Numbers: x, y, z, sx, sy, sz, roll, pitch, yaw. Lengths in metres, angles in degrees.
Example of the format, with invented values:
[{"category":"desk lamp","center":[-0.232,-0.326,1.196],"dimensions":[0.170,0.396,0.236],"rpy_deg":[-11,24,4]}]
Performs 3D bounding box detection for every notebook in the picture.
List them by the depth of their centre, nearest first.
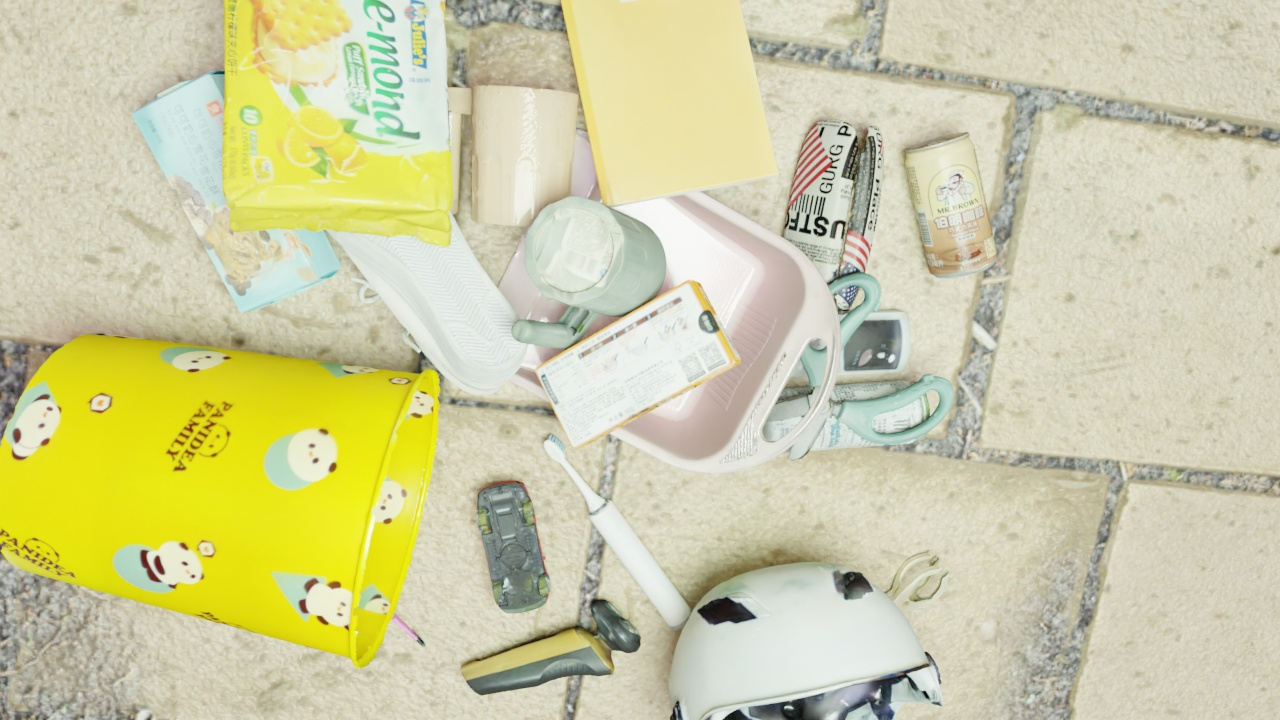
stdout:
[{"category":"notebook","center":[0.020,-0.234,0.738],"dimensions":[0.146,0.010,0.206],"rpy_deg":[-12,85,-4]}]

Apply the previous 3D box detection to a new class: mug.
[{"category":"mug","center":[-0.044,-0.061,0.706],"dimensions":[0.084,0.103,0.124],"rpy_deg":[37,99,14]},{"category":"mug","center":[-0.112,-0.163,0.734],"dimensions":[0.125,0.084,0.103],"rpy_deg":[9,103,23]}]

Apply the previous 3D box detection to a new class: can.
[{"category":"can","center":[0.269,-0.134,0.797],"dimensions":[0.058,0.058,0.116],"rpy_deg":[-18,103,-3]},{"category":"can","center":[0.179,0.050,0.824],"dimensions":[0.146,0.058,0.058],"rpy_deg":[-4,102,-7]}]

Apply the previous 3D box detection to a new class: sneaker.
[{"category":"sneaker","center":[-0.183,-0.072,0.750],"dimensions":[0.089,0.091,0.242],"rpy_deg":[-37,84,-27]}]

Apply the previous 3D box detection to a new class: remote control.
[{"category":"remote control","center":[0.170,-0.015,0.828],"dimensions":[0.150,0.021,0.058],"rpy_deg":[-3,102,-6]}]

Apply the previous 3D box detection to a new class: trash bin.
[{"category":"trash bin","center":[-0.305,0.094,0.697],"dimensions":[0.255,0.229,0.230],"rpy_deg":[12,100,-4]}]

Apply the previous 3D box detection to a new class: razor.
[{"category":"razor","center":[-0.083,0.269,0.846],"dimensions":[0.167,0.062,0.067],"rpy_deg":[-17,73,2]}]

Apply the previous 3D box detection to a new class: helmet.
[{"category":"helmet","center":[0.128,0.251,0.789],"dimensions":[0.229,0.145,0.259],"rpy_deg":[-12,146,-5]}]

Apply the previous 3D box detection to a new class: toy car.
[{"category":"toy car","center":[-0.113,0.165,0.818],"dimensions":[0.053,0.045,0.120],"rpy_deg":[-9,97,-3]}]

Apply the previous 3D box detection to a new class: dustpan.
[{"category":"dustpan","center":[0.017,-0.038,0.745],"dimensions":[0.273,0.139,0.223],"rpy_deg":[23,98,-12]}]

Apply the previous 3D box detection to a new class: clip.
[{"category":"clip","center":[0.250,0.224,0.885],"dimensions":[0.066,0.034,0.099],"rpy_deg":[43,102,-14]}]

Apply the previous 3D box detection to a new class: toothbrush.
[{"category":"toothbrush","center":[-0.257,0.193,0.823],"dimensions":[0.017,0.014,0.189],"rpy_deg":[-44,104,-9]},{"category":"toothbrush","center":[-0.022,0.157,0.838],"dimensions":[0.027,0.026,0.221],"rpy_deg":[-30,104,22]}]

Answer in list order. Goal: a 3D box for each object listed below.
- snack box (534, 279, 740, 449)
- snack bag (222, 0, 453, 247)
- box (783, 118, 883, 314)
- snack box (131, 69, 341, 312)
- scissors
[{"category":"snack box","center":[-0.004,0.004,0.733],"dimensions":[0.154,0.026,0.075],"rpy_deg":[-29,82,16]},{"category":"snack bag","center":[-0.225,-0.205,0.685],"dimensions":[0.158,0.068,0.246],"rpy_deg":[-1,79,-17]},{"category":"box","center":[0.179,-0.121,0.792],"dimensions":[0.087,0.076,0.163],"rpy_deg":[4,100,-30]},{"category":"snack box","center":[-0.314,-0.131,0.722],"dimensions":[0.074,0.051,0.175],"rpy_deg":[-21,104,13]},{"category":"scissors","center":[0.179,0.003,0.775],"dimensions":[0.170,0.019,0.181],"rpy_deg":[-9,103,-2]}]
